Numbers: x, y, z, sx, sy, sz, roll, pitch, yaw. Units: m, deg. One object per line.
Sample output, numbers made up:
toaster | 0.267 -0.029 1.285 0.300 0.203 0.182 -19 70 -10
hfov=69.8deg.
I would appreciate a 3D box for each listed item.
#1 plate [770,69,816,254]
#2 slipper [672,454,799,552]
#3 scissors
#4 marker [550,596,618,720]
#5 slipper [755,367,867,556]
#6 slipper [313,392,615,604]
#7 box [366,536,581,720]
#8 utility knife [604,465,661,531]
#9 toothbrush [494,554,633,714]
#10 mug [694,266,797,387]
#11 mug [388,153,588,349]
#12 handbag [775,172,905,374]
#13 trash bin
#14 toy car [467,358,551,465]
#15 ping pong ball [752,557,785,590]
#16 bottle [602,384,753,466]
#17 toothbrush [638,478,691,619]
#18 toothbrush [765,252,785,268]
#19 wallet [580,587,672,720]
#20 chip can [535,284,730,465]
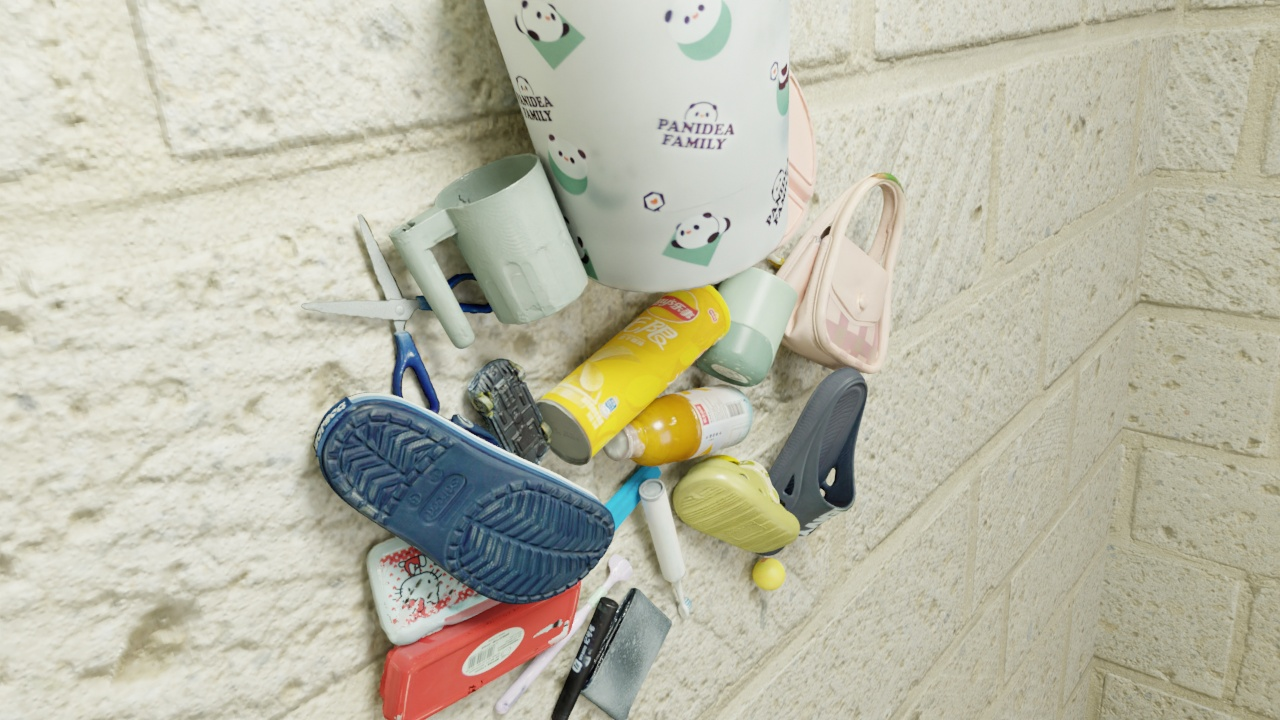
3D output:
plate | 0.105 -0.213 0.906 0.229 0.028 0.229 0 90 -44
slipper | 0.106 0.154 1.023 0.190 0.092 0.081 38 33 -40
scissors | -0.170 -0.030 0.678 0.175 0.012 0.162 -17 114 -48
marker | -0.054 0.291 0.888 0.132 0.020 0.022 -68 160 7
slipper | 0.209 0.138 1.081 0.110 0.083 0.269 -5 125 -45
slipper | -0.137 0.103 0.704 0.252 0.095 0.105 33 93 -32
box | -0.130 0.199 0.765 0.200 0.060 0.161 -15 108 -48
utility knife | -0.012 0.135 0.913 0.190 0.018 0.034 -44 138 -36
toothbrush | -0.073 0.260 0.876 0.029 0.021 0.188 47 59 -3
mug | 0.108 -0.030 0.968 0.112 0.082 0.106 77 35 -75
mug | -0.109 -0.079 0.681 0.123 0.084 0.103 -36 122 -20
handbag | 0.247 -0.108 1.078 0.193 0.093 0.234 23 89 -52
trash bin | 0.011 -0.204 0.690 0.228 0.230 0.252 -42 135 -35
toy car | -0.109 0.046 0.759 0.048 0.031 0.106 -44 130 -32
ping pong ball | 0.159 0.265 1.137 0.040 0.040 0.040 -18 114 -47
bottle | 0.038 0.066 0.912 0.189 0.068 0.068 -9 107 -49
toothbrush | 0.031 0.207 0.970 0.026 0.027 0.221 -54 144 -37
toothbrush | 0.158 -0.116 1.046 0.191 0.016 0.018 24 71 -51
wallet | -0.014 0.309 0.962 0.120 0.019 0.097 -59 140 -23
chip can | -0.005 0.005 0.842 0.212 0.072 0.072 -41 129 -35
